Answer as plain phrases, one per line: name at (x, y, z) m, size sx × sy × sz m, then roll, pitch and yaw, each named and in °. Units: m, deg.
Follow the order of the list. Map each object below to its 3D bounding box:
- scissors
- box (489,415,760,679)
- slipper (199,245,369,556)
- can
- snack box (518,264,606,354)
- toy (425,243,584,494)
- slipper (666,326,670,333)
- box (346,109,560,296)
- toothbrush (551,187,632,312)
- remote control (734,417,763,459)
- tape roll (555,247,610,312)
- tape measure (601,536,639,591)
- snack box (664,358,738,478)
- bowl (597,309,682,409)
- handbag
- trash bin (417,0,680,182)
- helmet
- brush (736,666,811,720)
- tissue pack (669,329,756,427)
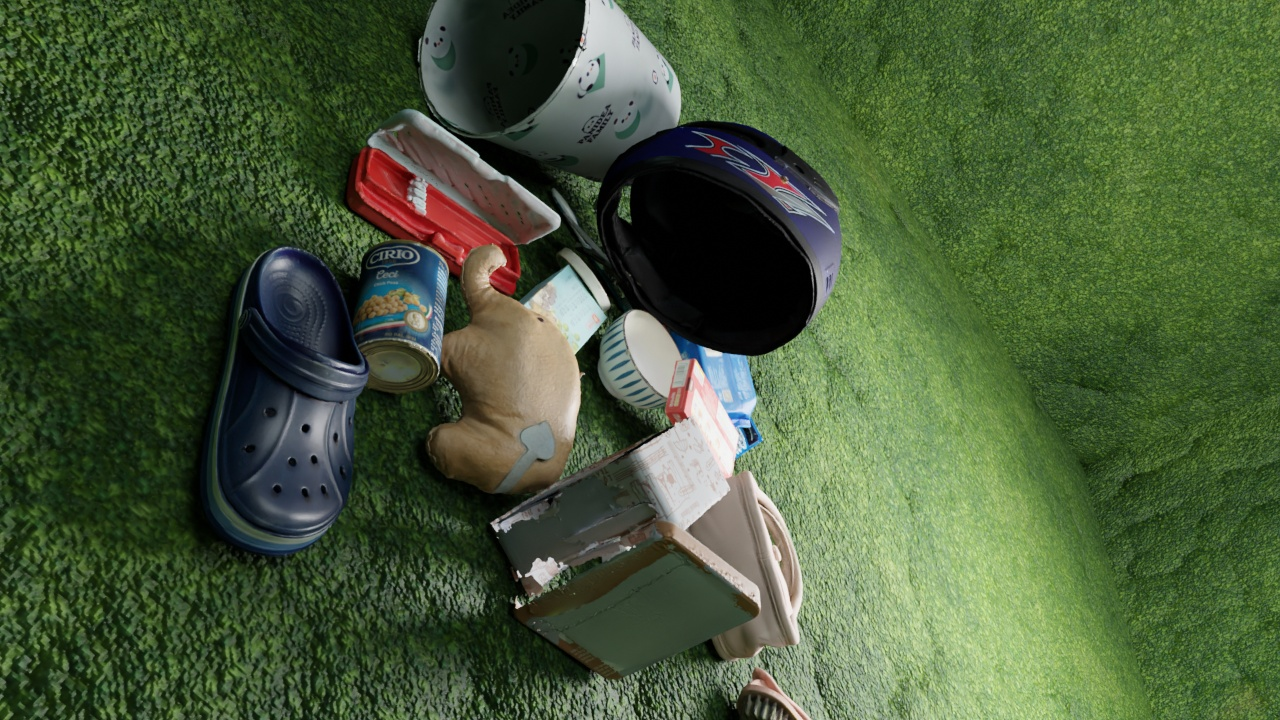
scissors at (-0.022, -0.105, 1.139) m, size 0.225 × 0.015 × 0.188 m, roll 55°, pitch 18°, yaw -12°
box at (-0.002, 0.175, 0.791) m, size 0.185 × 0.183 × 0.154 m, roll 61°, pitch 29°, yaw 1°
slipper at (-0.239, 0.016, 0.655) m, size 0.105 × 0.095 × 0.252 m, roll 27°, pitch 40°, yaw -41°
can at (-0.203, -0.036, 0.771) m, size 0.075 × 0.075 × 0.111 m, roll 33°, pitch 39°, yaw -39°
snack box at (-0.101, -0.031, 0.951) m, size 0.074 × 0.052 × 0.174 m, roll 53°, pitch 30°, yaw -11°
toy at (-0.118, 0.009, 0.823) m, size 0.143 × 0.083 × 0.225 m, roll 12°, pitch 64°, yaw -33°
slipper at (0.103, -0.085, 1.312) m, size 0.114 × 0.055 × 0.273 m, roll 57°, pitch 32°, yaw -9°
box at (-0.174, -0.154, 0.895) m, size 0.201 × 0.102 × 0.095 m, roll 33°, pitch 38°, yaw -39°
toothbrush at (-0.057, -0.134, 1.146) m, size 0.191 × 0.018 × 0.016 m, roll 58°, pitch 18°, yaw -7°
remote control at (0.125, 0.101, 1.217) m, size 0.124 × 0.024 × 0.049 m, roll -18°, pitch 81°, yaw -59°
tape roll at (-0.066, -0.090, 1.044) m, size 0.086 × 0.014 × 0.086 m, roll 50°, pitch -11°, yaw 12°
tape measure at (-0.008, 0.200, 0.913) m, size 0.066 × 0.034 × 0.065 m, roll 24°, pitch 44°, yaw -50°
snack box at (0.073, 0.073, 1.052) m, size 0.153 × 0.025 × 0.075 m, roll 58°, pitch 36°, yaw -42°
bowl at (-0.006, 0.006, 1.052) m, size 0.116 × 0.066 × 0.116 m, roll 39°, pitch 35°, yaw -35°
handbag at (0.138, 0.231, 1.067) m, size 0.234 × 0.093 × 0.193 m, roll 17°, pitch 56°, yaw -65°
trash bin at (-0.088, -0.332, 1.077) m, size 0.251 × 0.230 × 0.229 m, roll 14°, pitch 53°, yaw -59°
helmet at (0.092, -0.167, 1.092) m, size 0.315 × 0.248 × 0.239 m, roll 40°, pitch 32°, yaw -25°
brush at (0.153, 0.395, 0.966) m, size 0.145 × 0.063 × 0.072 m, roll 53°, pitch 34°, yaw -9°
tissue pack at (0.093, 0.015, 1.187) m, size 0.094 × 0.052 × 0.157 m, roll -3°, pitch 75°, yaw -40°
